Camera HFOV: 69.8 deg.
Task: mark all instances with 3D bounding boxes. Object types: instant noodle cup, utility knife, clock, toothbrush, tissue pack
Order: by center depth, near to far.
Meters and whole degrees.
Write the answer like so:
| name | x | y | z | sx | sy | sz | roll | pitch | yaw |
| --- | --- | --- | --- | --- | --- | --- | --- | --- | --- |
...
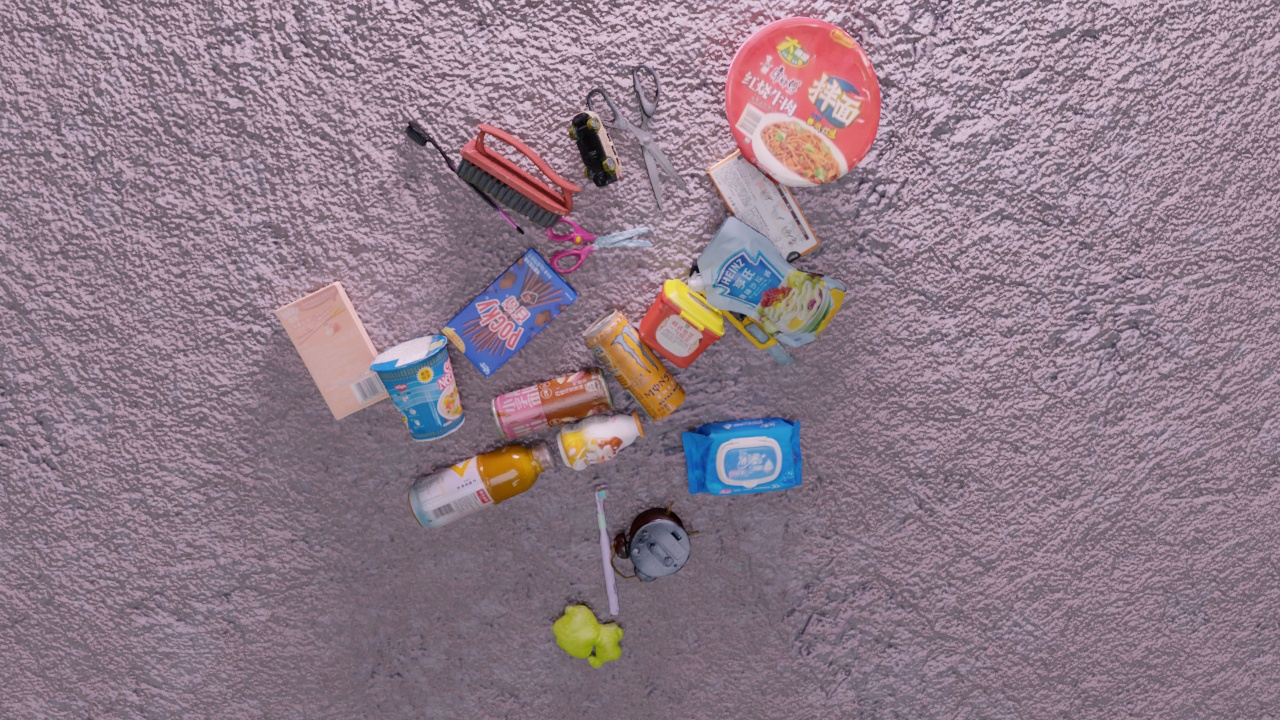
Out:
| name | x | y | z | sx | sy | sz | roll | pitch | yaw |
| --- | --- | --- | --- | --- | --- | --- | --- | --- | --- |
| instant noodle cup | 0.181 | -0.297 | 1.080 | 0.193 | 0.066 | 0.194 | -1 | 92 | -14 |
| toothbrush | -0.213 | -0.218 | 1.117 | 0.018 | 0.014 | 0.189 | -42 | 103 | 17 |
| instant noodle cup | -0.269 | 0.037 | 1.141 | 0.099 | 0.099 | 0.110 | -17 | 112 | 1 |
| utility knife | 0.132 | -0.056 | 1.174 | 0.193 | 0.015 | 0.033 | 43 | 100 | -12 |
| tissue pack | 0.134 | 0.127 | 1.200 | 0.157 | 0.052 | 0.095 | -5 | 104 | -2 |
| clock | 0.014 | 0.248 | 1.222 | 0.122 | 0.055 | 0.082 | -39 | 103 | 7 |
| toothbrush | -0.043 | 0.259 | 1.241 | 0.021 | 0.029 | 0.189 | 6 | 109 | 37 |

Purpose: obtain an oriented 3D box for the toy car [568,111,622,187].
| name | x | y | z | sx | sy | sz | roll | pitch | yaw |
| --- | --- | --- | --- | --- | --- | --- | --- | --- | --- |
| toy car | -0.053 | -0.256 | 1.103 | 0.042 | 0.035 | 0.090 | -10 | 109 | 43 |

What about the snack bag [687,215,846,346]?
| name | x | y | z | sx | sy | sz | roll | pitch | yaw |
| --- | --- | --- | --- | --- | --- | --- | --- | --- | --- |
| snack bag | 0.154 | -0.092 | 1.135 | 0.191 | 0.038 | 0.111 | 26 | 124 | -21 |

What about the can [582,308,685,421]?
| name | x | y | z | sx | sy | sz | roll | pitch | yaw |
| --- | --- | --- | --- | --- | --- | --- | --- | --- | --- |
| can | -0.007 | 0.007 | 1.160 | 0.058 | 0.058 | 0.146 | -38 | 103 | 6 |

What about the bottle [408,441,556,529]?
| name | x | y | z | sx | sy | sz | roll | pitch | yaw |
| --- | --- | --- | --- | --- | --- | --- | --- | --- | --- |
| bottle | -0.201 | 0.155 | 1.180 | 0.189 | 0.068 | 0.068 | -22 | 104 | 2 |

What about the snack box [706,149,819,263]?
| name | x | y | z | sx | sy | sz | roll | pitch | yaw |
| --- | --- | --- | --- | --- | --- | --- | --- | --- | --- |
| snack box | 0.152 | -0.189 | 1.138 | 0.075 | 0.026 | 0.154 | -32 | 103 | 5 |

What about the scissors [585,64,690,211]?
| name | x | y | z | sx | sy | sz | roll | pitch | yaw |
| --- | --- | --- | --- | --- | --- | --- | --- | --- | --- |
| scissors | 0.004 | -0.275 | 1.116 | 0.159 | 0.014 | 0.171 | 18 | 103 | -8 |

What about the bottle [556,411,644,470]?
| name | x | y | z | sx | sy | sz | roll | pitch | yaw |
| --- | --- | --- | --- | --- | --- | --- | --- | --- | --- |
| bottle | -0.051 | 0.099 | 1.177 | 0.108 | 0.063 | 0.063 | -19 | 104 | 1 |

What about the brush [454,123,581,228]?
| name | x | y | z | sx | sy | sz | roll | pitch | yaw |
| --- | --- | --- | --- | --- | --- | --- | --- | --- | --- |
| brush | -0.143 | -0.219 | 1.095 | 0.146 | 0.063 | 0.069 | 32 | 113 | -11 |

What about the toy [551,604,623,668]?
| name | x | y | z | sx | sy | sz | roll | pitch | yaw |
| --- | --- | --- | --- | --- | --- | --- | --- | --- | --- |
| toy | -0.073 | 0.381 | 1.262 | 0.100 | 0.031 | 0.097 | 3 | 105 | -5 |

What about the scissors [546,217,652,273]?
| name | x | y | z | sx | sy | sz | roll | pitch | yaw |
| --- | --- | --- | --- | --- | --- | --- | --- | --- | --- |
| scissors | -0.049 | -0.137 | 1.140 | 0.137 | 0.017 | 0.077 | 3 | 86 | -6 |

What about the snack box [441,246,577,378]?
| name | x | y | z | sx | sy | sz | roll | pitch | yaw |
| --- | --- | --- | --- | --- | --- | --- | --- | --- | --- |
| snack box | -0.164 | -0.060 | 1.151 | 0.157 | 0.026 | 0.084 | -41 | 102 | 7 |

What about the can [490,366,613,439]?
| name | x | y | z | sx | sy | sz | roll | pitch | yaw |
| --- | --- | --- | --- | --- | --- | --- | --- | --- | --- |
| can | -0.112 | 0.054 | 1.166 | 0.147 | 0.058 | 0.058 | -17 | 104 | 1 |

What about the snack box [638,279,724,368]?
| name | x | y | z | sx | sy | sz | roll | pitch | yaw |
| --- | --- | --- | --- | --- | --- | --- | --- | --- | --- |
| snack box | 0.049 | -0.043 | 1.142 | 0.091 | 0.082 | 0.080 | 36 | 109 | -11 |

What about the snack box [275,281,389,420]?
| name | x | y | z | sx | sy | sz | roll | pitch | yaw |
| --- | --- | --- | --- | --- | --- | --- | --- | --- | --- |
| snack box | -0.380 | -0.011 | 1.151 | 0.084 | 0.026 | 0.157 | -24 | 104 | 3 |
